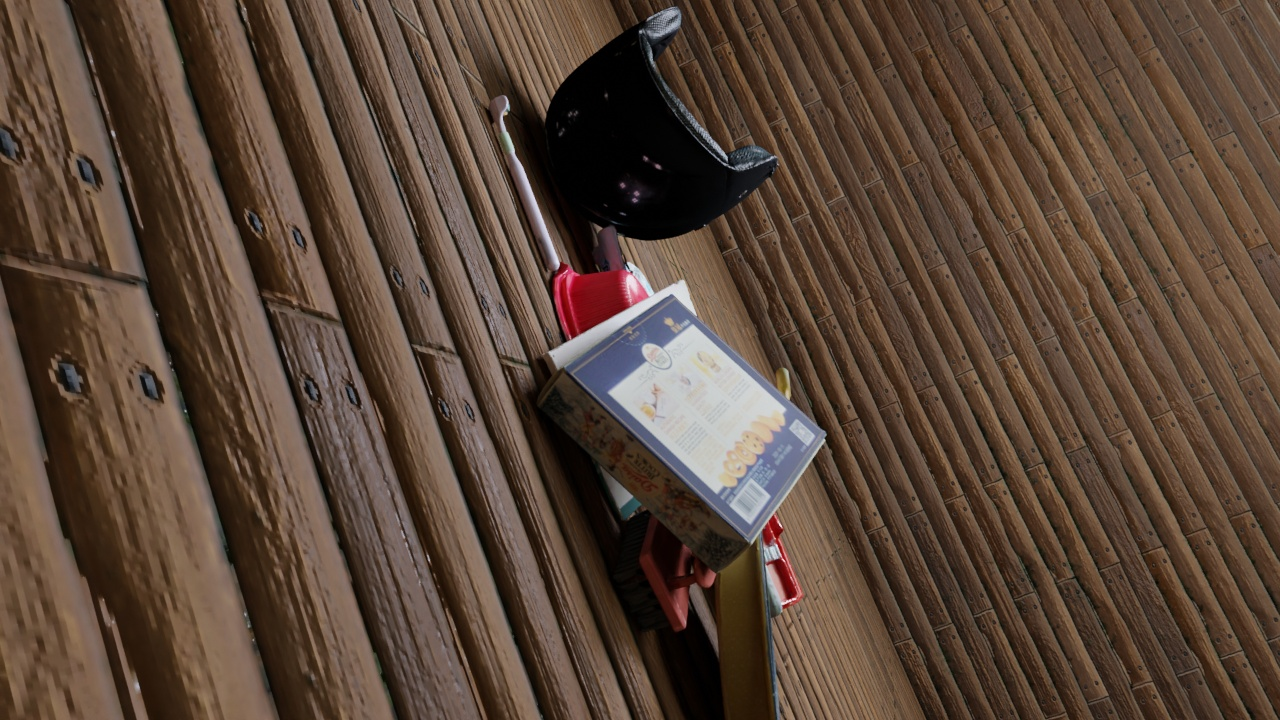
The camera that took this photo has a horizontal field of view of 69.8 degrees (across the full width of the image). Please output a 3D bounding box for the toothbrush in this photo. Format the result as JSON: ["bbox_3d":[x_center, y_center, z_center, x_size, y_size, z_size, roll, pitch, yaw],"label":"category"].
[{"bbox_3d":[-0.111,-0.170,0.883,0.021,0.029,0.189,-8,71,-36],"label":"toothbrush"}]

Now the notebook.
[{"bbox_3d":[0.011,0.027,0.802,0.208,0.012,0.150,-32,102,-51],"label":"notebook"}]

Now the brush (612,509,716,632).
[{"bbox_3d":[0.026,0.147,0.715,0.063,0.069,0.145,64,11,-10],"label":"brush"}]

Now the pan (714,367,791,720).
[{"bbox_3d":[0.107,0.162,0.796,0.198,0.078,0.356,75,12,-56],"label":"pan"}]

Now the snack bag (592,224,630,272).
[{"bbox_3d":[-0.007,-0.057,1.038,0.110,0.039,0.191,-165,-130,-87],"label":"snack bag"}]

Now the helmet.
[{"bbox_3d":[0.008,-0.254,1.071,0.233,0.230,0.274,59,3,2],"label":"helmet"}]

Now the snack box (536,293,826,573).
[{"bbox_3d":[0.040,0.046,0.715,0.182,0.046,0.177,42,36,8],"label":"snack box"}]

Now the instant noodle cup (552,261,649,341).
[{"bbox_3d":[-0.013,-0.017,0.893,0.194,0.066,0.193,59,13,-24],"label":"instant noodle cup"}]

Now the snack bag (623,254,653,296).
[{"bbox_3d":[0.002,-0.089,1.204,0.104,0.026,0.048,58,10,-33],"label":"snack bag"}]

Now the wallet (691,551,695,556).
[{"bbox_3d":[0.051,0.143,0.914,0.106,0.040,0.133,-103,171,-46],"label":"wallet"}]

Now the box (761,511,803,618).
[{"bbox_3d":[0.118,0.196,1.060,0.201,0.074,0.154,68,16,14],"label":"box"}]
